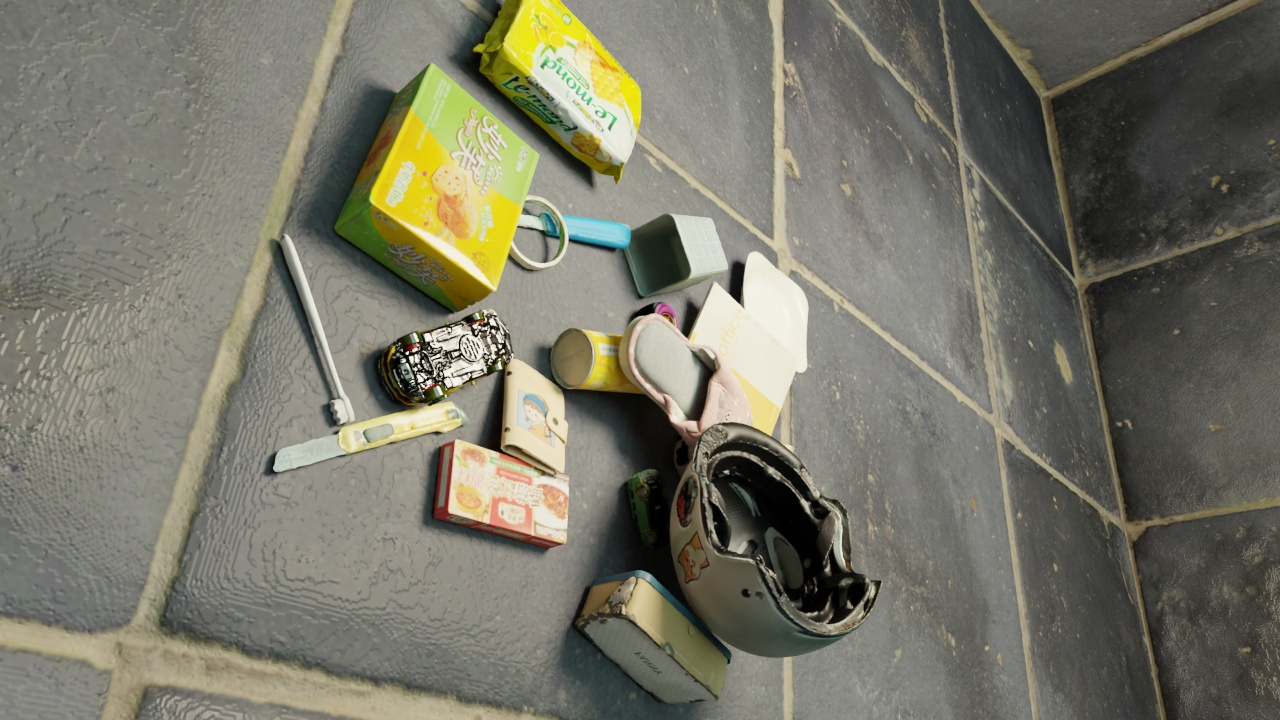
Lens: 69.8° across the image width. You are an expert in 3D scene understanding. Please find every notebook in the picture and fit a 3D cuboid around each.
[{"bbox_3d":[0.141,0.006,1.290,0.206,0.010,0.145,39,64,-32],"label":"notebook"}]

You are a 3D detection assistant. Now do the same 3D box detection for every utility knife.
[{"bbox_3d":[-0.093,-0.163,1.117,0.218,0.018,0.034,3,75,-45],"label":"utility knife"},{"bbox_3d":[-0.242,0.068,0.844,0.215,0.022,0.031,-16,80,-47],"label":"utility knife"}]

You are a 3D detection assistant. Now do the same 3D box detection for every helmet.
[{"bbox_3d":[0.124,0.218,1.032,0.229,0.157,0.273,14,35,-36],"label":"helmet"}]

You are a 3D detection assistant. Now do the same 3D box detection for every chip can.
[{"bbox_3d":[-0.007,0.006,1.097,0.213,0.072,0.072,6,68,-48],"label":"chip can"}]

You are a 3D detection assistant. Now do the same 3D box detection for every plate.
[{"bbox_3d":[0.198,-0.070,1.403,0.163,0.034,0.164,33,51,-36],"label":"plate"}]

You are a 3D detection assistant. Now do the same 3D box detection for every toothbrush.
[{"bbox_3d":[-0.293,-0.028,0.823,0.016,0.016,0.180,-18,88,-46],"label":"toothbrush"}]

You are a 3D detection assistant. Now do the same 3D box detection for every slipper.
[{"bbox_3d":[0.071,0.042,1.092,0.274,0.054,0.114,47,62,-38],"label":"slipper"}]

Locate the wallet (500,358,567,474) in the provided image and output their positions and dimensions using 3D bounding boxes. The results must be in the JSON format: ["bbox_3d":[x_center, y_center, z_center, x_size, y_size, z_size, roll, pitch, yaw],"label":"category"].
[{"bbox_3d":[-0.111,0.062,0.974,0.087,0.024,0.115,33,36,-34],"label":"wallet"}]

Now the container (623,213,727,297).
[{"bbox_3d":[0.050,-0.141,1.222,0.111,0.090,0.090,-13,83,-55],"label":"container"}]

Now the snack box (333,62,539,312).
[{"bbox_3d":[-0.204,-0.179,0.952,0.157,0.070,0.209,37,49,-32],"label":"snack box"}]

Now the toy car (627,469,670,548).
[{"bbox_3d":[0.011,0.174,1.069,0.043,0.036,0.091,-4,79,-53],"label":"toy car"}]

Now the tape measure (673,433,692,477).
[{"bbox_3d":[0.073,0.126,1.167,0.066,0.034,0.065,43,43,-26],"label":"tape measure"}]

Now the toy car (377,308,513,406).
[{"bbox_3d":[-0.188,-0.003,0.912,0.155,0.041,0.071,-28,95,-50],"label":"toy car"}]

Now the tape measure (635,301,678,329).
[{"bbox_3d":[0.019,-0.045,1.179,0.057,0.039,0.058,3,76,-49],"label":"tape measure"}]

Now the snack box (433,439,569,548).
[{"bbox_3d":[-0.136,0.136,0.923,0.152,0.026,0.075,26,54,-41],"label":"snack box"}]

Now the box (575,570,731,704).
[{"bbox_3d":[0.020,0.303,0.980,0.184,0.090,0.061,48,42,-27],"label":"box"}]

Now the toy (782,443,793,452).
[{"bbox_3d":[0.165,0.154,1.205,0.105,0.066,0.157,-32,67,-21],"label":"toy"}]

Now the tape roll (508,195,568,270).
[{"bbox_3d":[-0.122,-0.148,1.065,0.085,0.014,0.085,10,74,-37],"label":"tape roll"}]

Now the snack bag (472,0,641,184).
[{"bbox_3d":[-0.096,-0.352,1.160,0.246,0.068,0.157,39,47,-32],"label":"snack bag"}]
